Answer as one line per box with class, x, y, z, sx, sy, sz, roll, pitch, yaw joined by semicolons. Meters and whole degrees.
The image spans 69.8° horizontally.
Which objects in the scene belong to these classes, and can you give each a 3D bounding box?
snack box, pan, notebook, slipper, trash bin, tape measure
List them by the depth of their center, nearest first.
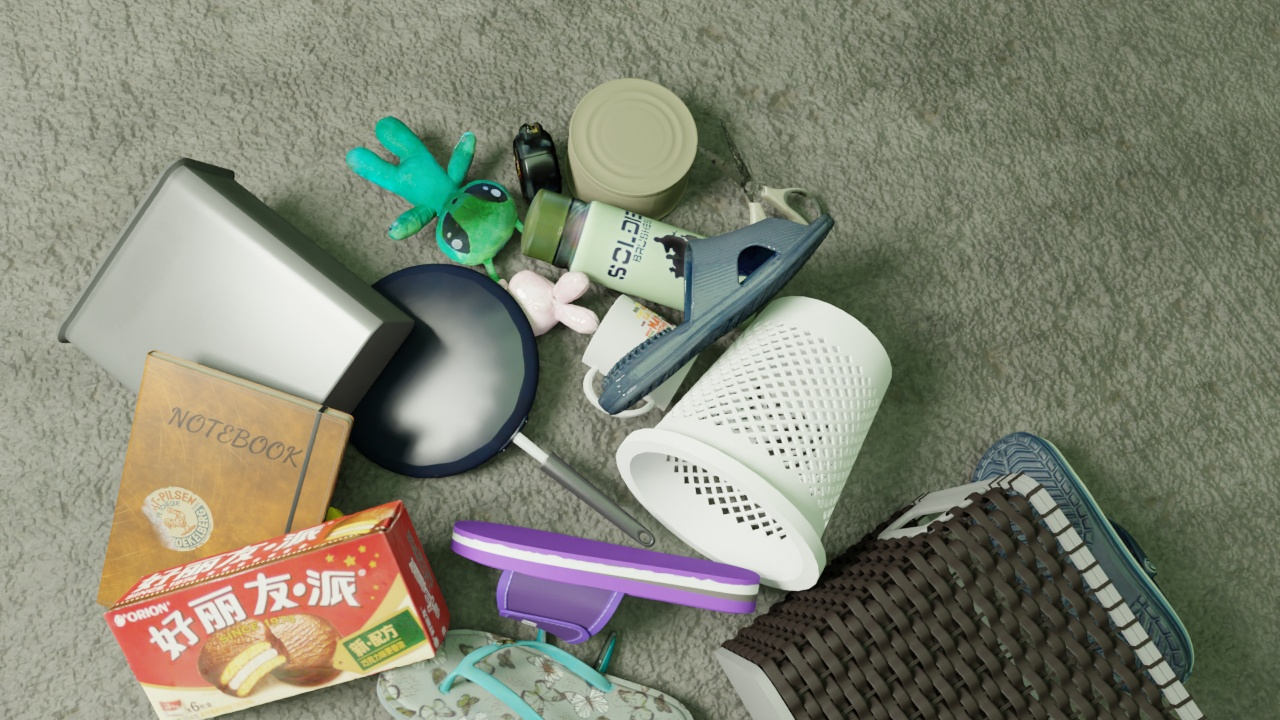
snack box;-0.283;0.202;0.729;0.236;0.060;0.113;-17;105;5
slipper;-0.074;0.267;0.749;0.268;0.055;0.098;17;32;-13
notebook;-0.336;0.134;0.750;0.178;0.014;0.250;19;107;-5
slipper;-0.037;0.202;0.777;0.266;0.107;0.084;9;86;3
slipper;0.054;-0.060;0.788;0.263;0.101;0.082;-39;84;-11
trash bin;-0.343;-0.029;0.789;0.220;0.097;0.192;38;96;3
trash bin;0.115;0.060;0.806;0.195;0.196;0.199;36;65;4
pan;-0.129;0.054;0.827;0.356;0.021;0.198;37;87;8
slipper;0.403;0.186;0.847;0.095;0.105;0.252;1;53;-48
tape measure;-0.101;-0.191;0.898;0.042;0.071;0.072;-11;83;-13

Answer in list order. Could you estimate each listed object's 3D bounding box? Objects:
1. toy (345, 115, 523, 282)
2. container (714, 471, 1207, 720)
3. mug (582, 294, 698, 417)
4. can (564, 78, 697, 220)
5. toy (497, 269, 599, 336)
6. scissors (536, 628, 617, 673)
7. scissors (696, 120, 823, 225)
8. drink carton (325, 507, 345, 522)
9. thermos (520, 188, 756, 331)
toy;-0.187;-0.153;0.883;0.193;0.072;0.130;38;76;-5
container;0.231;0.267;0.727;0.243;0.248;0.245;-30;81;-10
mug;-0.005;0.005;0.854;0.089;0.073;0.105;31;74;2
can;-0.010;-0.205;0.909;0.127;0.073;0.127;2;75;-6
toy;-0.091;-0.054;0.866;0.110;0.047;0.063;3;107;25
scissors;-0.070;0.291;0.802;0.156;0.019;0.124;-38;82;-15
scissors;0.119;-0.155;0.911;0.158;0.013;0.162;3;92;-29
drink carton;-0.241;0.194;0.796;0.134;0.043;0.058;44;76;6
thermos;0.002;-0.100;0.875;0.231;0.082;0.082;17;74;-6
